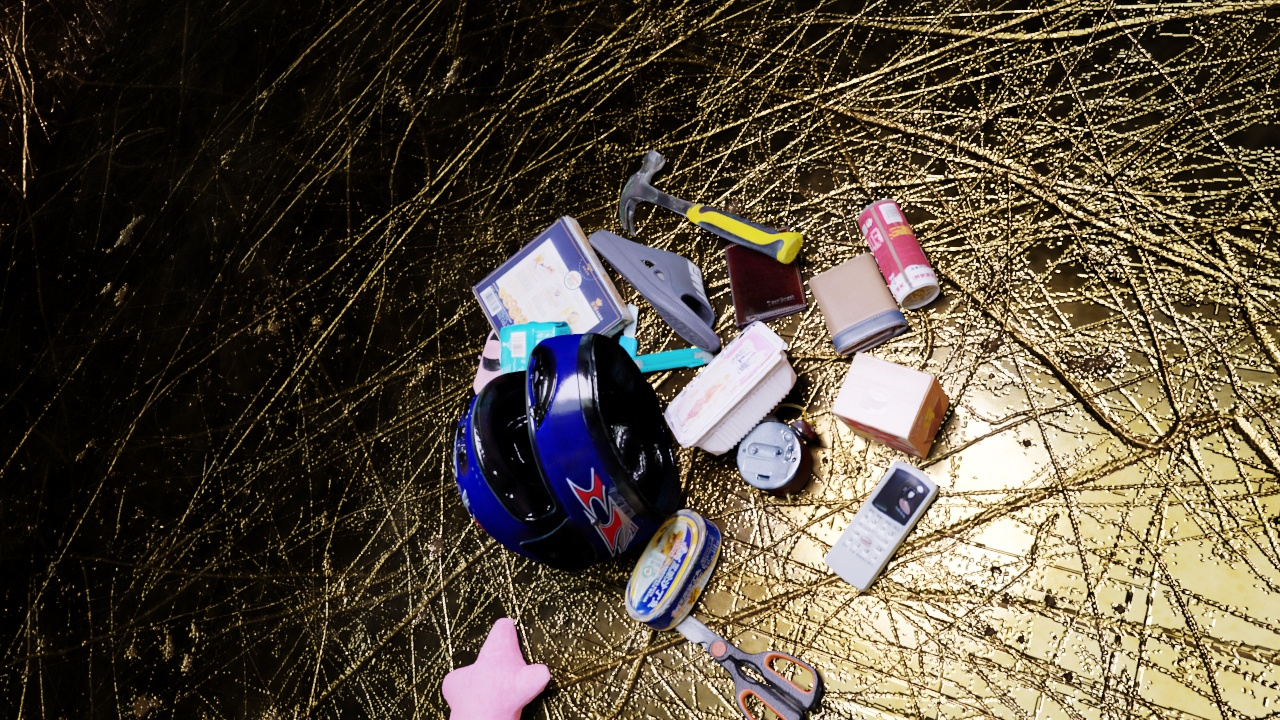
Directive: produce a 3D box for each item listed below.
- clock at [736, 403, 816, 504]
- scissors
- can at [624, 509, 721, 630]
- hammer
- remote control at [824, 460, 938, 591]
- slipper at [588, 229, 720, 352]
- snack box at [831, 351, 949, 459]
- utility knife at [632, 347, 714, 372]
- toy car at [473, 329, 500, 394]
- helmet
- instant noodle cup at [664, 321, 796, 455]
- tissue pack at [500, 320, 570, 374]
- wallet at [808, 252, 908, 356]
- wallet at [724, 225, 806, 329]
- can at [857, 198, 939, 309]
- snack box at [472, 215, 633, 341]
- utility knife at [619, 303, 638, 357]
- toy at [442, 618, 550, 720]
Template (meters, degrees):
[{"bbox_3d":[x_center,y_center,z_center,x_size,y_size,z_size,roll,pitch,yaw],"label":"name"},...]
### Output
[{"bbox_3d":[0.166,0.108,1.103,0.082,0.055,0.121,7,73,32],"label":"clock"},{"bbox_3d":[0.113,0.334,1.069,0.143,0.022,0.235,-36,50,2],"label":"scissors"},{"bbox_3d":[0.039,0.253,1.112,0.075,0.049,0.148,24,79,38],"label":"can"},{"bbox_3d":[0.087,-0.196,1.265,0.323,0.032,0.126,31,89,41],"label":"hammer"},{"bbox_3d":[0.271,0.185,1.033,0.058,0.021,0.150,35,91,35],"label":"remote control"},{"bbox_3d":[0.029,-0.116,1.240,0.083,0.110,0.268,-46,51,1],"label":"slipper"},{"bbox_3d":[0.283,0.052,1.035,0.093,0.094,0.077,21,82,33],"label":"snack box"},{"bbox_3d":[-0.007,0.007,1.248,0.223,0.013,0.029,-9,61,17],"label":"utility knife"},{"bbox_3d":[-0.215,0.003,1.372,0.056,0.037,0.122,8,76,33],"label":"toy car"},{"bbox_3d":[-0.104,0.112,1.091,0.241,0.315,0.246,-16,54,13],"label":"helmet"},{"bbox_3d":[0.116,0.041,1.128,0.173,0.060,0.138,-44,17,5],"label":"instant noodle cup"},{"bbox_3d":[-0.143,0.013,1.261,0.093,0.050,0.133,-2,86,24],"label":"tissue pack"},{"bbox_3d":[0.266,-0.069,1.133,0.090,0.033,0.115,-27,59,15],"label":"wallet"},{"bbox_3d":[0.164,-0.110,1.215,0.096,0.020,0.122,-17,65,22],"label":"wallet"},{"bbox_3d":[0.314,-0.129,1.116,0.053,0.053,0.132,-27,60,17],"label":"can"},{"bbox_3d":[-0.127,-0.081,1.313,0.183,0.045,0.178,-35,74,17],"label":"snack box"},{"bbox_3d":[-0.022,0.010,1.271,0.034,0.018,0.194,-4,67,29],"label":"utility knife"},{"bbox_3d":[-0.197,0.425,1.170,0.179,0.074,0.194,8,71,42],"label":"toy"}]
